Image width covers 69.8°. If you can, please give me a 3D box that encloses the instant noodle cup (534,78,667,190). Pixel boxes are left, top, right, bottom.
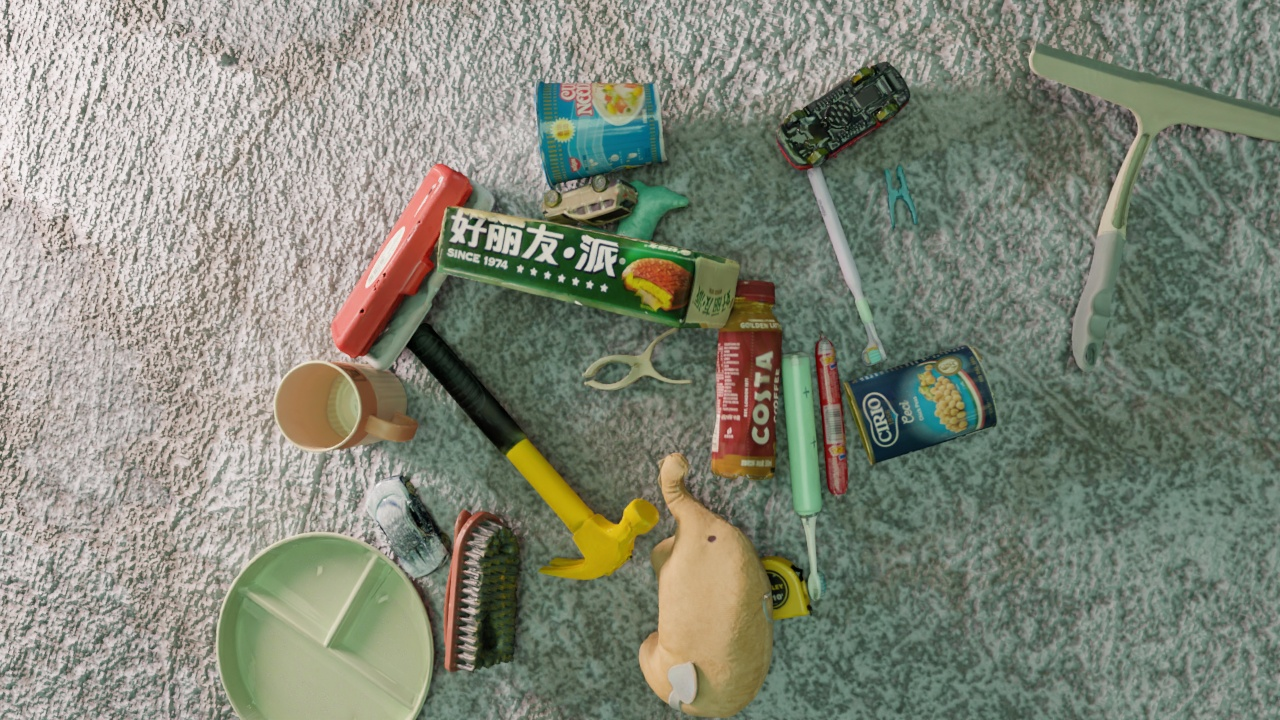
[{"bbox_3d":[-0.034,-0.211,0.835,0.110,0.099,0.099,-6,88,2],"label":"instant noodle cup"}]

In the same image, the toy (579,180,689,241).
[{"bbox_3d":[-0.012,-0.125,0.857,0.096,0.030,0.092,21,91,19],"label":"toy"}]

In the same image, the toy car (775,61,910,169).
[{"bbox_3d":[0.179,-0.214,0.814,0.120,0.045,0.053,-30,82,3],"label":"toy car"}]

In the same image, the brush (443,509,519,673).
[{"bbox_3d":[-0.154,0.214,0.862,0.069,0.063,0.146,6,93,43],"label":"brush"}]

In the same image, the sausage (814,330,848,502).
[{"bbox_3d":[0.172,0.050,0.824,0.020,0.020,0.156,-5,88,10],"label":"sausage"}]

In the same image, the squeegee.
[{"bbox_3d":[0.404,-0.111,0.775,0.246,0.039,0.246,12,98,-7],"label":"squeegee"}]

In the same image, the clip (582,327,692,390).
[{"bbox_3d":[-0.004,0.010,0.853,0.098,0.034,0.064,-12,86,2],"label":"clip"}]

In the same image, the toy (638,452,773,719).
[{"bbox_3d":[0.056,0.196,0.802,0.144,0.082,0.226,3,90,39],"label":"toy"}]

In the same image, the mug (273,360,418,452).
[{"bbox_3d":[-0.263,0.047,0.861,0.114,0.106,0.081,20,93,10],"label":"mug"}]

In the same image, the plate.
[{"bbox_3d":[-0.309,0.282,0.906,0.230,0.027,0.230,0,89,11],"label":"plate"}]

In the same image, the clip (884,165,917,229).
[{"bbox_3d":[0.231,-0.146,0.820,0.041,0.014,0.056,-10,89,10],"label":"clip"}]

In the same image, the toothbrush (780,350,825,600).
[{"bbox_3d":[0.148,0.103,0.824,0.027,0.027,0.224,-7,87,43],"label":"toothbrush"}]

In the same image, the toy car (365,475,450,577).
[{"bbox_3d":[-0.228,0.161,0.891,0.049,0.031,0.105,-36,82,7],"label":"toy car"}]

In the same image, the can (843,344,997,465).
[{"bbox_3d":[0.239,0.037,0.784,0.111,0.075,0.075,-19,86,9],"label":"can"}]

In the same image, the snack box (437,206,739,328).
[{"bbox_3d":[-0.045,-0.082,0.795,0.240,0.114,0.063,14,98,22],"label":"snack box"}]

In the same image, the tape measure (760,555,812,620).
[{"bbox_3d":[0.121,0.205,0.826,0.060,0.028,0.057,-16,86,22],"label":"tape measure"}]

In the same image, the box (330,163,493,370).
[{"bbox_3d":[-0.215,-0.089,0.877,0.068,0.090,0.201,31,95,-31],"label":"box"}]

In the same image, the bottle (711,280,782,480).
[{"bbox_3d":[0.096,0.017,0.819,0.057,0.057,0.175,3,90,10],"label":"bottle"}]

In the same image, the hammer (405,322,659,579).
[{"bbox_3d":[-0.118,0.080,0.858,0.300,0.032,0.129,47,118,13],"label":"hammer"}]

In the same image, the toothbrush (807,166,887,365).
[{"bbox_3d":[0.183,-0.087,0.825,0.021,0.029,0.189,-14,84,-31],"label":"toothbrush"}]

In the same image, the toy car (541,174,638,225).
[{"bbox_3d":[-0.049,-0.142,0.838,0.091,0.042,0.035,-9,78,27],"label":"toy car"}]
